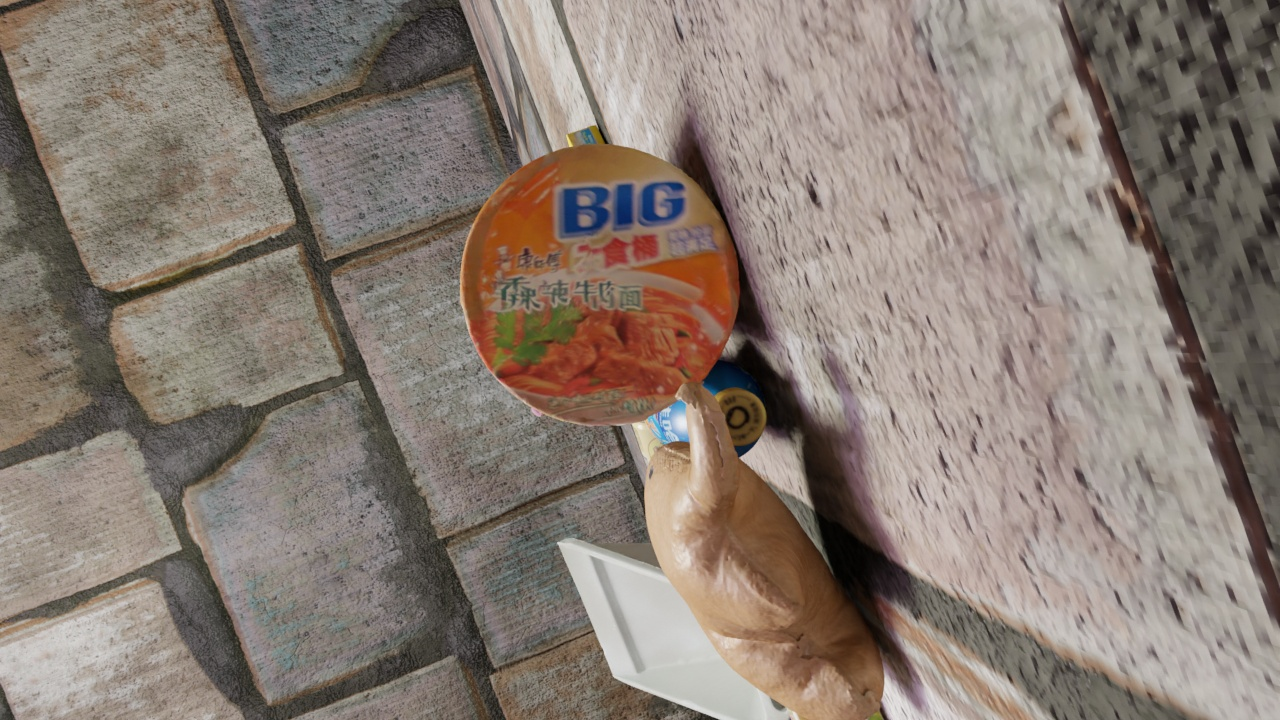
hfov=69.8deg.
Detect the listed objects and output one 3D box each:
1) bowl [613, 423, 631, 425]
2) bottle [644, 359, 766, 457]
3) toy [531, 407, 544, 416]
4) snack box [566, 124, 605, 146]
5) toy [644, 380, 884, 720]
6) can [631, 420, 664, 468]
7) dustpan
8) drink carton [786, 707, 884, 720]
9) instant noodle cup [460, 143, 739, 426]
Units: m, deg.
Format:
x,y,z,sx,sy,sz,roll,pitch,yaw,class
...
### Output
x,y,z,sx,sy,sz,roll,pitch,yaw,class
-0.005,0.005,0.893,0.062,0.114,0.113,-2,-116,-50,bowl
0.043,0.032,0.584,0.219,0.065,0.065,174,75,-84,bottle
-0.091,-0.053,0.942,0.139,0.131,0.200,-45,-44,-63,toy
-0.025,-0.134,0.826,0.087,0.033,0.140,78,172,-58,snack box
0.050,0.097,0.484,0.143,0.082,0.226,23,151,55,toy
0.029,0.096,1.026,0.058,0.058,0.116,-119,9,-59,can
0.045,0.308,0.993,0.142,0.258,0.223,-70,-35,-60,dustpan
0.117,0.213,0.583,0.045,0.053,0.122,80,169,-69,drink carton
-0.020,-0.044,0.543,0.111,0.151,0.151,-71,-40,-84,instant noodle cup
